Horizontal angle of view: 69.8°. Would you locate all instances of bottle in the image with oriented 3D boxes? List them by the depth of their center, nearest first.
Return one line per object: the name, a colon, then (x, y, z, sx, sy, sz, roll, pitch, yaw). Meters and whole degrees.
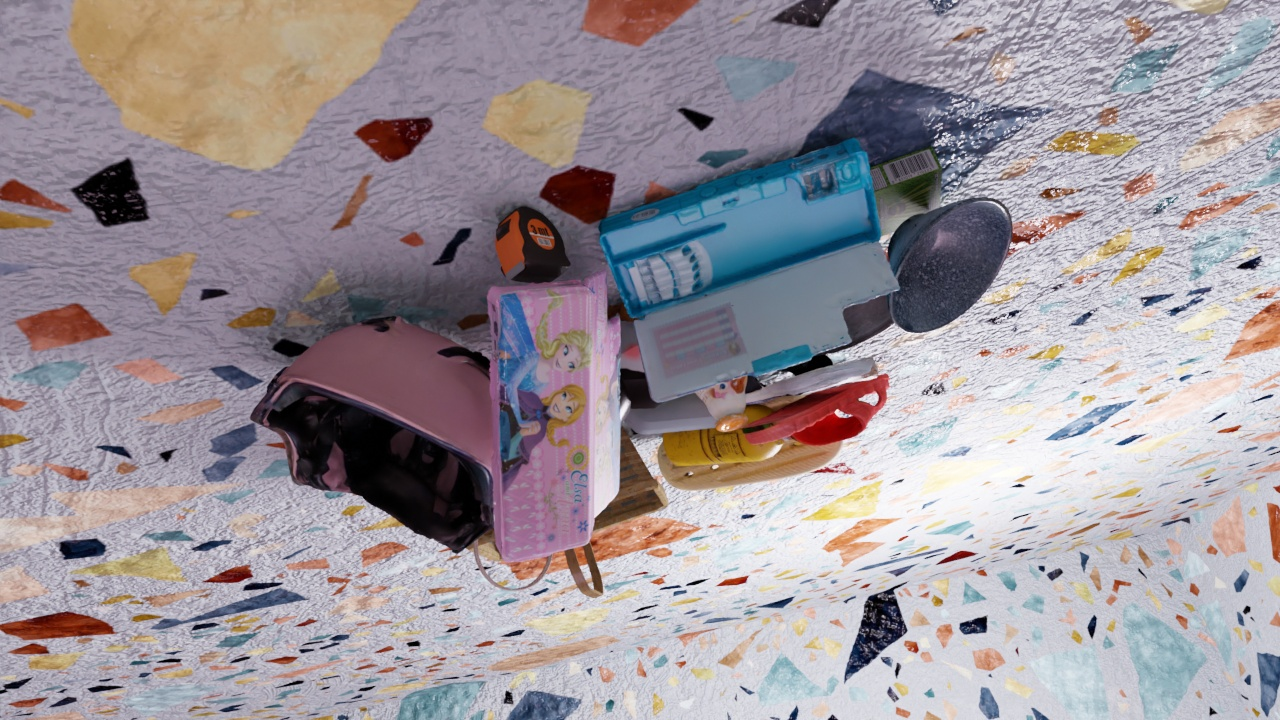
bottle: (0.085, 0.021, 0.992, 0.063, 0.109, 0.063, -10, 155, -5)
bottle: (0.016, 0.048, 1.052, 0.161, 0.072, 0.046, -4, 147, -21)
bottle: (0.112, 0.092, 1.134, 0.164, 0.071, 0.071, -9, 163, 39)

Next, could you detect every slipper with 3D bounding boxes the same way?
slipper: (0.212, 0.067, 1.046, 0.104, 0.059, 0.248, -19, 178, 43)
slipper: (0.173, 0.012, 1.049, 0.111, 0.063, 0.264, -11, 178, -17)
slipper: (0.145, 0.105, 1.222, 0.262, 0.111, 0.079, -18, -175, 27)

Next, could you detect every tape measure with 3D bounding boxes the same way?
tape measure: (-0.092, -0.089, 0.735, 0.038, 0.058, 0.058, -33, 162, 32)

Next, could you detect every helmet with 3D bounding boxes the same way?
helmet: (-0.205, 0.054, 0.824, 0.230, 0.152, 0.256, 22, 151, 8)

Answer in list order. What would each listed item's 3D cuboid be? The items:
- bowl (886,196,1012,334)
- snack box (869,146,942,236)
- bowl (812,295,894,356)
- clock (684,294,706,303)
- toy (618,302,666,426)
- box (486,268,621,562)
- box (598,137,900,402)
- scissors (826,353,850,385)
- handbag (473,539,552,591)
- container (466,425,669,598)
bowl: (0.261, -0.096, 0.825, 0.137, 0.057, 0.137, -19, 133, -21)
snack box: (0.194, -0.135, 0.828, 0.148, 0.025, 0.080, -18, 154, 8)
bowl: (0.190, -0.067, 0.915, 0.145, 0.067, 0.145, -12, 154, -6)
clock: (0.069, -0.031, 0.837, 0.156, 0.103, 0.061, -44, 122, -9)
toy: (-0.029, 0.022, 0.904, 0.184, 0.140, 0.159, -23, -168, -7)
box: (-0.054, 0.043, 0.761, 0.063, 0.231, 0.160, 18, -155, 39)
box: (0.094, -0.075, 0.777, 0.227, 0.170, 0.085, -17, -176, 7)
scissors: (0.242, 0.005, 1.144, 0.117, 0.014, 0.162, 2, 153, -11)
handbag: (-0.148, 0.162, 1.048, 0.175, 0.197, 0.062, 4, 166, -34)
container: (-0.087, 0.208, 1.167, 0.250, 0.186, 0.157, -18, 160, 2)
